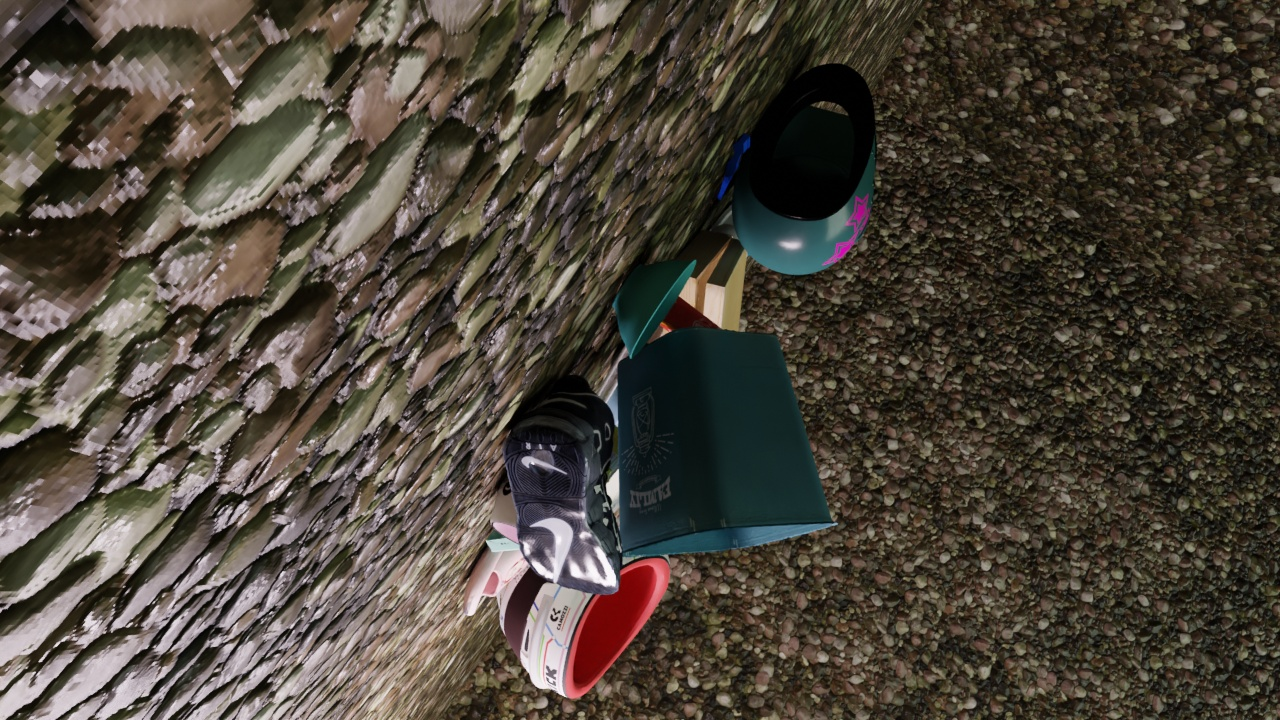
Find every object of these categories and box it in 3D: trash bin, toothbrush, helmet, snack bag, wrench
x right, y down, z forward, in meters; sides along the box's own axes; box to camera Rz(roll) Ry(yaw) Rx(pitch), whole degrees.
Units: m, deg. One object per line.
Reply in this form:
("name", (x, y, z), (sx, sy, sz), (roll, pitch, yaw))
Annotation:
("trash bin", (0.077, 0.093, 1.011), (0.197, 0.198, 0.218), (-30, -118, 51))
("toothbrush", (0.107, -0.225, 1.095), (0.011, 0.016, 0.187), (-53, 177, -12))
("helmet", (0.220, -0.240, 1.188), (0.200, 0.176, 0.274), (68, 42, -73))
("snack bag", (0.050, -0.048, 1.104), (0.036, 0.116, 0.077), (-52, 174, -5))
("wrench", (-0.024, 0.004, 1.171), (0.274, 0.047, 0.009), (-59, 175, 10))
("helmet", (-0.108, 0.339, 1.407), (0.313, 0.236, 0.231), (-43, 141, -37))

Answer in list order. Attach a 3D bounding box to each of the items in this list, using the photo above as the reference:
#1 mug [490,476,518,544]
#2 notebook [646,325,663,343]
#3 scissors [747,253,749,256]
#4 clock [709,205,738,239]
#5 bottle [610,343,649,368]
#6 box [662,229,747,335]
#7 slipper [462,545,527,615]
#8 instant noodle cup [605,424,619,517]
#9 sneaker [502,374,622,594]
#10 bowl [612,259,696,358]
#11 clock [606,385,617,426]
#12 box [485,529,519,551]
("mug", (-0.122, 0.165, 1.021), (0.124, 0.090, 0.076), (-29, -148, 59))
("notebook", (0.035, -0.044, 1.457), (0.189, 0.034, 0.216), (-49, 172, -47))
("scissors", (0.145, -0.144, 1.343), (0.127, 0.014, 0.127), (-56, 171, 17))
("clock", (0.121, -0.170, 1.369), (0.158, 0.061, 0.120), (-45, 169, -41))
("bottle", (-0.007, 0.007, 1.231), (0.060, 0.060, 0.108), (-57, 175, 9))
("box", (0.092, -0.037, 1.268), (0.127, 0.092, 0.250), (-46, 149, -45))
("slipper", (-0.176, 0.258, 1.276), (0.220, 0.056, 0.107), (-53, 173, -37))
("instant noodle cup", (-0.063, 0.133, 1.104), (0.145, 0.098, 0.146), (-47, 157, -27))
("sneaker", (-0.063, 0.119, 0.937), (0.150, 0.097, 0.253), (-69, 156, -48))
("bowl", (0.005, -0.065, 0.948), (0.121, 0.046, 0.121), (-55, 175, -7))
("clock", (-0.044, 0.072, 1.356), (0.125, 0.051, 0.088), (-57, 177, 12))
("box", (-0.134, 0.164, 1.215), (0.186, 0.078, 0.113), (-52, 145, -52))
